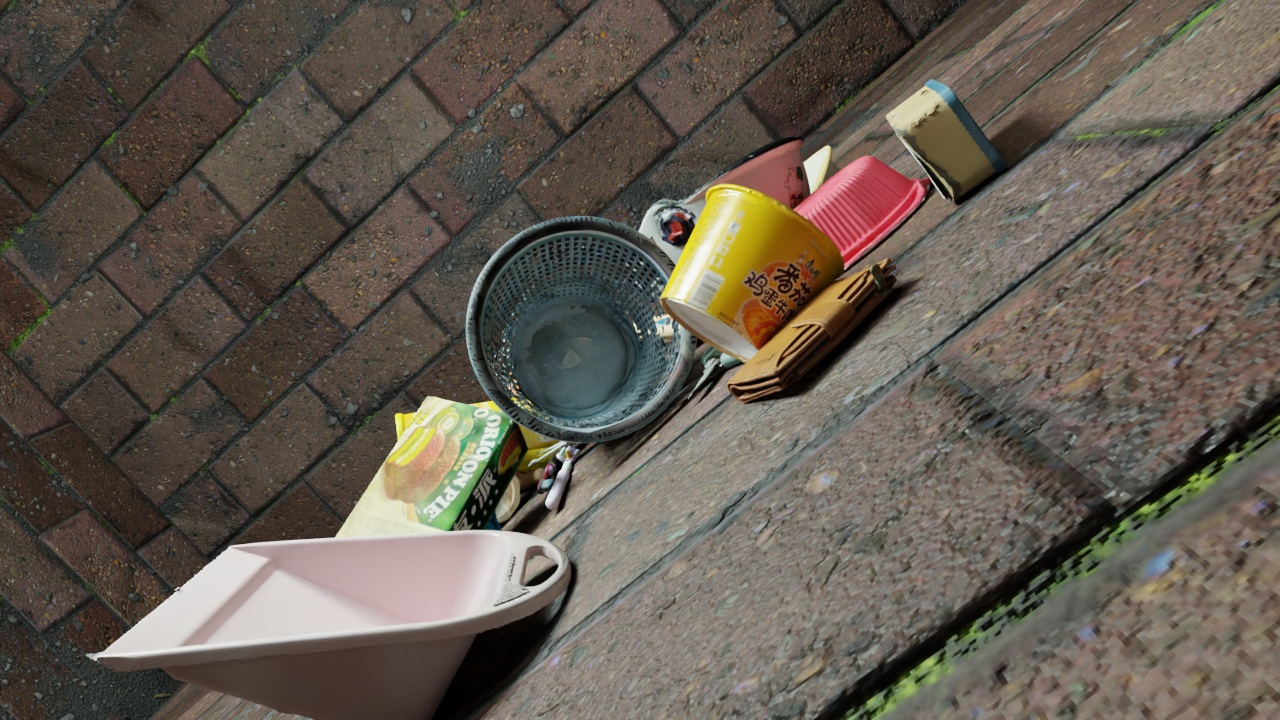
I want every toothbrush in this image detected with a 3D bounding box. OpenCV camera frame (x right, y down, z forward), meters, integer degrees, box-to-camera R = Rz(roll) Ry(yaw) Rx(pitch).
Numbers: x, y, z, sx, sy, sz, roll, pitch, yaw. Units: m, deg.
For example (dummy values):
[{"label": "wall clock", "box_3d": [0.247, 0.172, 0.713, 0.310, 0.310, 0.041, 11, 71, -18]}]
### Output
[{"label": "toothbrush", "box_3d": [-0.086, 0.126, 0.999, 0.029, 0.021, 0.189, -15, 9, 3]}, {"label": "toothbrush", "box_3d": [-0.103, 0.128, 1.106, 0.017, 0.016, 0.187, -11, 9, 4]}]

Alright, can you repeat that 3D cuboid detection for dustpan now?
[{"label": "dustpan", "box_3d": [-0.201, 0.160, 0.679, 0.222, 0.273, 0.139, -122, 56, -80]}]

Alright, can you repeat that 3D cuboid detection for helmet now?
[{"label": "helmet", "box_3d": [0.100, -0.144, 1.108, 0.275, 0.157, 0.229, -19, 8, 46]}]

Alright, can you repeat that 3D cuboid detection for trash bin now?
[{"label": "trash bin", "box_3d": [-0.065, -0.018, 0.987, 0.226, 0.226, 0.195, -42, -3, -10]}]

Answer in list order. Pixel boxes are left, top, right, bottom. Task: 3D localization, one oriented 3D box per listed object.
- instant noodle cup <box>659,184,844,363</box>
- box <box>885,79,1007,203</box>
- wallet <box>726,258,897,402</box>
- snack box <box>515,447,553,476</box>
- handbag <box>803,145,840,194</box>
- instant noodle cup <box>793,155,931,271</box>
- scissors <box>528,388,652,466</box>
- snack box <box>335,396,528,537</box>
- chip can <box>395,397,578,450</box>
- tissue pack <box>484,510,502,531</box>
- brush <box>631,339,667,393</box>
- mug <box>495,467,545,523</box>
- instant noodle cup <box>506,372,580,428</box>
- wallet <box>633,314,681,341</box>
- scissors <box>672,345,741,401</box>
[{"label": "instant noodle cup", "box_3d": [0.090, -0.068, 0.795, 0.109, 0.138, 0.138, -58, 10, -8]}, {"label": "box", "box_3d": [0.269, -0.198, 0.818, 0.059, 0.090, 0.184, -37, 10, 19]}, {"label": "wallet", "box_3d": [0.134, -0.021, 0.700, 0.130, 0.035, 0.119, -43, 1, -15]}, {"label": "snack box", "box_3d": [-0.164, 0.110, 1.199, 0.080, 0.091, 0.081, 132, 150, -60]}, {"label": "handbag", "box_3d": [0.211, -0.193, 1.271, 0.164, 0.063, 0.178, -33, 26, 51]}, {"label": "instant noodle cup", "box_3d": [0.203, -0.147, 0.949, 0.194, 0.066, 0.193, -39, 7, 6]}, {"label": "scissors", "box_3d": [-0.051, 0.074, 1.074, 0.166, 0.012, 0.156, -20, 15, 48]}, {"label": "snack box", "box_3d": [-0.218, 0.151, 0.930, 0.114, 0.063, 0.239, 10, 52, 21]}, {"label": "chip can", "box_3d": [-0.185, 0.084, 1.114, 0.213, 0.072, 0.072, -8, 0, -12]}, {"label": "tissue pack", "box_3d": [-0.213, 0.211, 0.983, 0.139, 0.063, 0.090, -43, 9, -20]}, {"label": "brush", "box_3d": [-0.007, 0.007, 1.152, 0.074, 0.055, 0.143, -34, 6, 39]}, {"label": "mug", "box_3d": [-0.184, 0.162, 1.125, 0.124, 0.084, 0.104, -14, -7, -32]}, {"label": "instant noodle cup", "box_3d": [-0.105, 0.023, 1.263, 0.111, 0.151, 0.151, -49, 6, 9]}, {"label": "wallet", "box_3d": [0.045, -0.045, 1.156, 0.115, 0.024, 0.087, -7, 18, 21]}, {"label": "scissors", "box_3d": [0.100, -0.021, 0.920, 0.170, 0.019, 0.179, -40, 8, 18]}]
